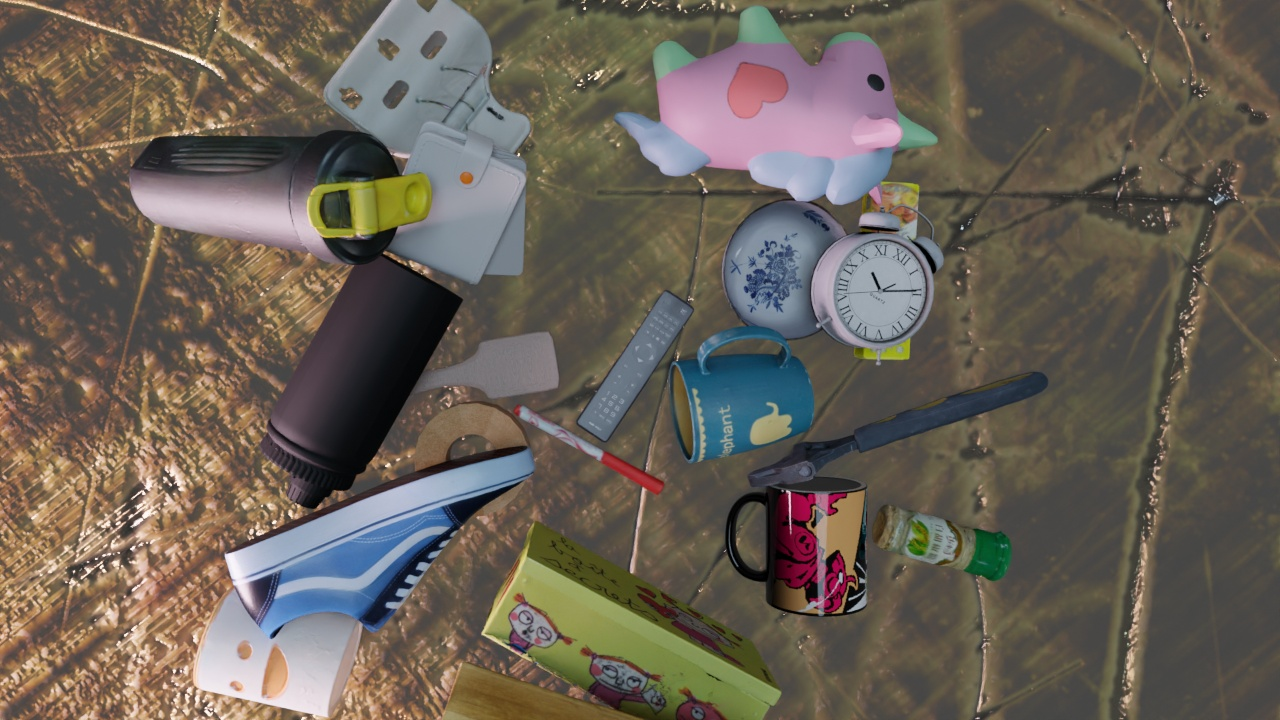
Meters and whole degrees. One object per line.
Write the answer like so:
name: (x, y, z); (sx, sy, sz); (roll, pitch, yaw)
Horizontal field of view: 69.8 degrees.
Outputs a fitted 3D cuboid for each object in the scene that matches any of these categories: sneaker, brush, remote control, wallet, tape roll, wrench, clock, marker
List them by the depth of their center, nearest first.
sneaker: (-0.184, 0.144, 0.704); (0.241, 0.083, 0.098); (-22, 94, -4)
wallet: (-0.134, -0.118, 0.726); (0.115, 0.037, 0.119); (20, 120, -19)
clock: (0.192, -0.066, 0.731); (0.094, 0.035, 0.122); (30, 90, -14)
tape roll: (-0.138, 0.081, 0.762); (0.094, 0.027, 0.094); (0, 92, -3)
wrench: (0.216, 0.055, 0.764); (0.273, 0.073, 0.022); (-17, 94, -8)
brush: (-0.136, 0.009, 0.768); (0.136, 0.015, 0.050); (-9, 92, 3)
remote control: (-0.005, 0.005, 0.772); (0.032, 0.015, 0.136); (34, 88, -4)
marker: (-0.044, 0.075, 0.774); (0.142, 0.013, 0.013); (29, 90, -3)

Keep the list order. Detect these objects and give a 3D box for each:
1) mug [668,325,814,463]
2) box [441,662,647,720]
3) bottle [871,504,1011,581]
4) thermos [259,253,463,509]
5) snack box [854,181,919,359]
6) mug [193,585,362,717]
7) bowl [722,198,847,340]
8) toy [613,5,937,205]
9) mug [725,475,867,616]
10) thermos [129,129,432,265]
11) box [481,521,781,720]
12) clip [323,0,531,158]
mug: (0.083, 0.022, 0.736); (0.104, 0.084, 0.112); (-8, 127, -9)
box: (-0.036, 0.370, 0.644); (0.279, 0.252, 0.191); (20, 47, -3)
bottle: (0.255, 0.153, 0.779); (0.111, 0.043, 0.043); (16, 91, -3)
thermos: (-0.227, 0.017, 0.726); (0.086, 0.086, 0.198); (30, 90, -4)
snack box: (0.207, -0.075, 0.773); (0.040, 0.029, 0.148); (2, 92, -3)
mug: (-0.287, 0.232, 0.733); (0.105, 0.082, 0.082); (15, 91, -4)
bowl: (0.115, -0.074, 0.756); (0.114, 0.045, 0.114); (-1, 96, -13)
toy: (0.100, -0.185, 0.718); (0.222, 0.120, 0.171); (-21, 73, 1)
mug: (0.127, 0.149, 0.760); (0.118, 0.081, 0.098); (1, 92, 24)
thermos: (-0.272, -0.125, 0.680); (0.221, 0.098, 0.098); (9, 92, 22)
box: (-0.010, 0.220, 0.729); (0.221, 0.124, 0.079); (32, 90, -2)
clip: (-0.162, -0.214, 0.744); (0.152, 0.101, 0.126); (37, 91, -33)
